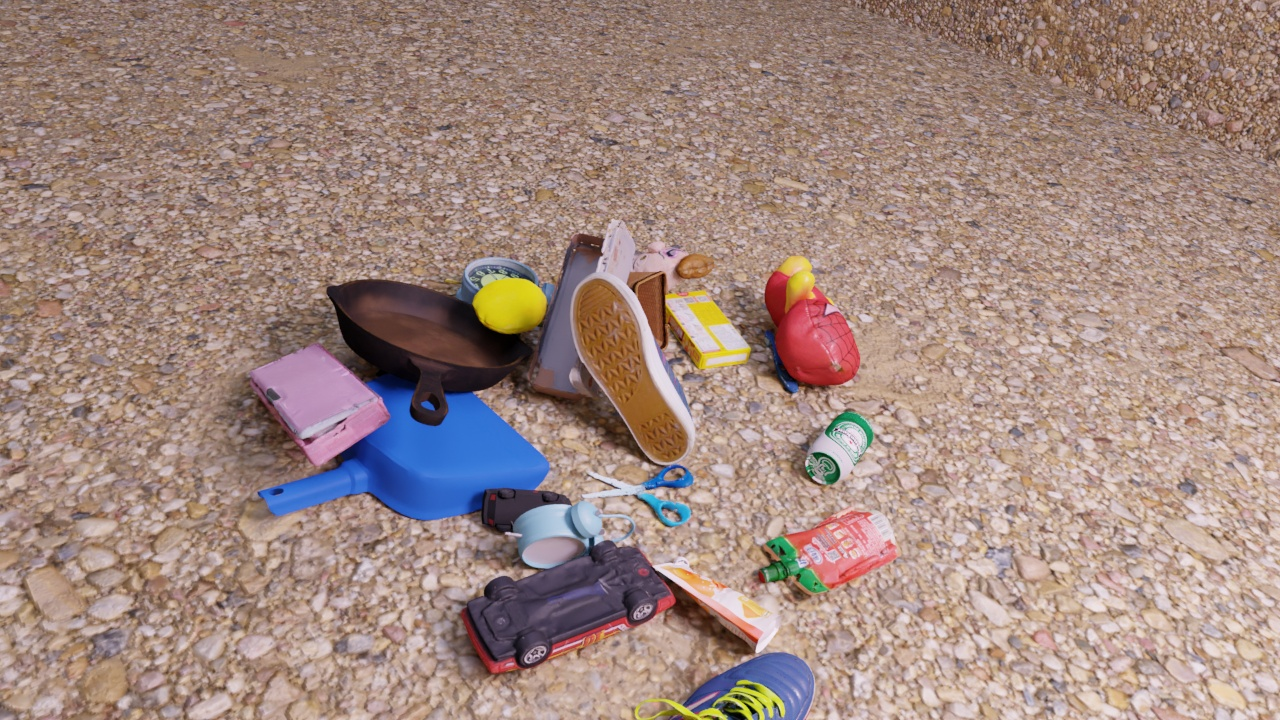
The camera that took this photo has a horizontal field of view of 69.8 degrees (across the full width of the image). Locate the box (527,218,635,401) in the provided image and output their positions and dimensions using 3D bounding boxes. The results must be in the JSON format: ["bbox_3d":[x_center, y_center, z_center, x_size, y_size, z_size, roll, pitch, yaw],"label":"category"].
[{"bbox_3d":[-0.075,-0.062,1.132,0.108,0.095,0.216,4,68,29],"label":"box"}]

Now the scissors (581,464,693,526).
[{"bbox_3d":[0.001,0.137,1.015,0.134,0.015,0.103,15,39,16],"label":"scissors"}]

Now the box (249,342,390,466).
[{"bbox_3d":[-0.347,0.034,0.974,0.097,0.046,0.233,-36,32,-19],"label":"box"}]

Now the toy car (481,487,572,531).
[{"bbox_3d":[-0.116,0.152,0.942,0.091,0.042,0.036,5,10,-7],"label":"toy car"}]

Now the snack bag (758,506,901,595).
[{"bbox_3d":[0.190,0.198,0.950,0.154,0.044,0.087,-15,36,-24],"label":"snack bag"}]

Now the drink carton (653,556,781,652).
[{"bbox_3d":[0.071,0.226,0.875,0.122,0.039,0.069,30,6,25],"label":"drink carton"}]

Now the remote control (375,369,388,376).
[{"bbox_3d":[-0.282,-0.006,1.152,0.039,0.010,0.124,21,37,17],"label":"remote control"}]

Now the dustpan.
[{"bbox_3d":[-0.273,0.097,0.969,0.256,0.060,0.245,-14,40,-44],"label":"dustpan"}]

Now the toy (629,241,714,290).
[{"bbox_3d":[0.022,-0.129,1.297,0.176,0.076,0.132,-7,22,32],"label":"toy"}]

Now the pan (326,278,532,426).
[{"bbox_3d":[-0.241,-0.003,1.033,0.248,0.043,0.355,17,19,-18],"label":"pan"}]

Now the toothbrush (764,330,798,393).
[{"bbox_3d":[0.189,0.003,1.240,0.021,0.016,0.132,0,39,-12],"label":"toothbrush"}]

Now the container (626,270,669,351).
[{"bbox_3d":[-0.005,-0.064,1.216,0.061,0.114,0.063,19,34,36],"label":"container"}]

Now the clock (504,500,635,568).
[{"bbox_3d":[-0.066,0.167,0.893,0.123,0.087,0.042,-8,51,-5],"label":"clock"}]

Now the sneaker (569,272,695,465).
[{"bbox_3d":[-0.006,0.006,1.055,0.088,0.235,0.079,-24,10,18],"label":"sneaker"}]

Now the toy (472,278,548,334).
[{"bbox_3d":[-0.162,-0.070,1.148,0.094,0.041,0.095,0,43,-8],"label":"toy"}]

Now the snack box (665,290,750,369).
[{"bbox_3d":[0.085,-0.045,1.275,0.075,0.025,0.152,-7,39,-22],"label":"snack box"}]

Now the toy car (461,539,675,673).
[{"bbox_3d":[-0.064,0.224,0.836,0.189,0.056,0.081,-12,39,-30],"label":"toy car"}]

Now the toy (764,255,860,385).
[{"bbox_3d":[0.228,-0.044,1.231,0.147,0.099,0.215,45,21,-27],"label":"toy"}]

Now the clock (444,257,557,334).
[{"bbox_3d":[-0.177,-0.082,1.240,0.162,0.060,0.117,27,37,18],"label":"clock"}]

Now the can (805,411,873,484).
[{"bbox_3d":[0.234,0.101,1.077,0.053,0.053,0.100,26,38,23],"label":"can"}]

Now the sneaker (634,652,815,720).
[{"bbox_3d":[0.070,0.299,0.731,0.116,0.091,0.241,29,39,30],"label":"sneaker"}]
